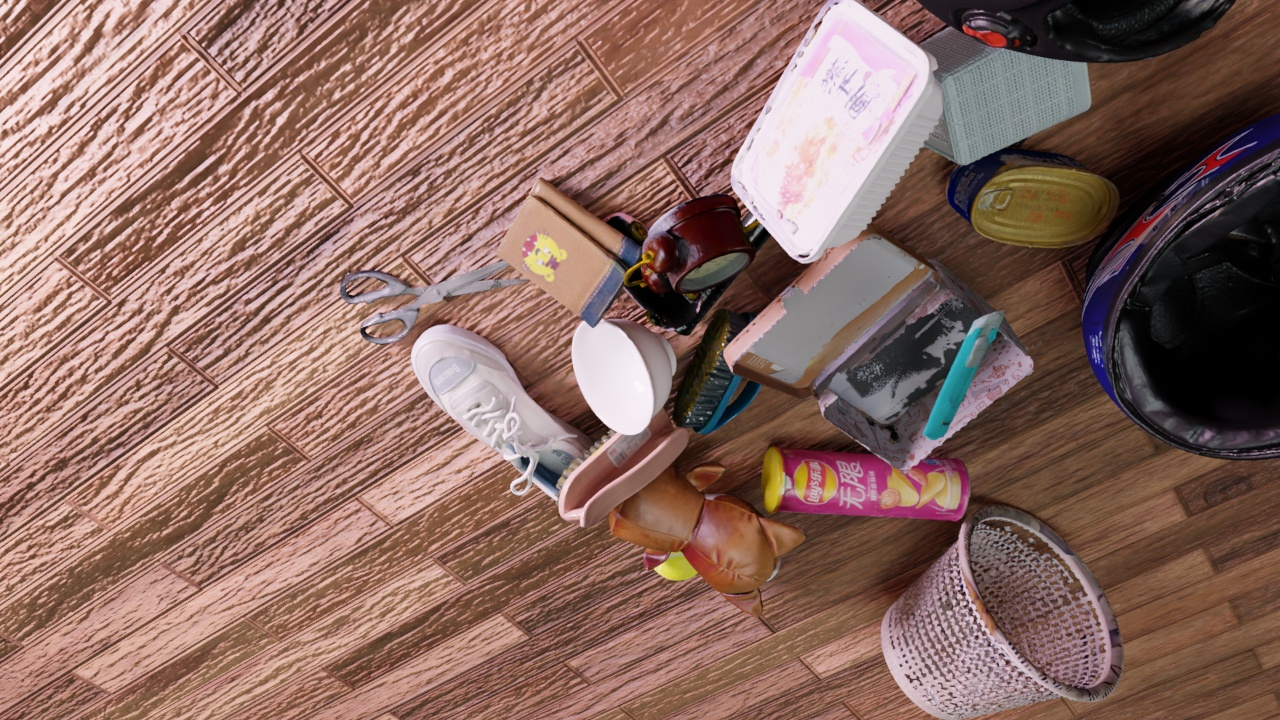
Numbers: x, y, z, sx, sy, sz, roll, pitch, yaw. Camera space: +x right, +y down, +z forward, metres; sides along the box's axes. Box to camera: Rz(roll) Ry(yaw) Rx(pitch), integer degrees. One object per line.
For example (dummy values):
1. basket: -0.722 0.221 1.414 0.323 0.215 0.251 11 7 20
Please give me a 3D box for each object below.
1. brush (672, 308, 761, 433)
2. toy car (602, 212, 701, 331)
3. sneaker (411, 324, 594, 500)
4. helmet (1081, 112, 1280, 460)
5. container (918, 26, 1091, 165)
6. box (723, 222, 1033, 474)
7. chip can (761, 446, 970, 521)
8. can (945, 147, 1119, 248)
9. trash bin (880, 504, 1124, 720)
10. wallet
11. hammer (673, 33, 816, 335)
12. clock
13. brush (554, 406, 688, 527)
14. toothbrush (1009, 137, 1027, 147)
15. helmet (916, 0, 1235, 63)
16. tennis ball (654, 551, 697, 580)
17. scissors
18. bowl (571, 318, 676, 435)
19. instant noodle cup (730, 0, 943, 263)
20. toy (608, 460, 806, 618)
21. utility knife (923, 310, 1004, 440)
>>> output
1. brush: 0.086 0.015 0.908 0.073 0.055 0.144 13 123 -19
2. toy car: 0.006 -0.082 0.838 0.056 0.037 0.122 -35 105 30
3. sneaker: -0.135 0.067 0.912 0.090 0.090 0.242 -36 119 19
4. helmet: 0.521 -0.073 0.753 0.247 0.239 0.316 36 130 14
5. container: 0.271 -0.217 0.717 0.111 0.090 0.090 -28 123 -1
6. box: 0.220 -0.018 0.861 0.260 0.105 0.179 32 118 -23
7. chip can: 0.241 0.134 0.992 0.210 0.071 0.072 4 125 -6
8. can: 0.340 -0.142 0.797 0.148 0.049 0.075 1 125 -19
9. trash bin: 0.394 0.309 1.054 0.227 0.226 0.193 22 133 -18
10. wallet: -0.063 -0.095 0.813 0.115 0.033 0.090 37 120 4
11. hammer: 0.119 -0.137 0.817 0.128 0.032 0.301 29 119 -20
12. clock: 0.041 -0.092 0.771 0.122 0.055 0.082 -21 165 -8
13. brush: -0.021 0.106 0.896 0.145 0.073 0.063 -40 121 -22
14. toothbrush: 0.338 -0.202 0.793 0.015 0.018 0.181 22 120 -14
15. helmet: 0.261 -0.317 0.578 0.274 0.230 0.233 40 89 -26
16. tennis ball: 0.042 0.217 1.042 0.065 0.065 0.066 -1 125 -2
17. scissors: -0.195 -0.060 0.868 0.168 0.014 0.156 18 121 -19
18. bowl: -0.005 0.005 0.882 0.064 0.118 0.118 -26 134 -35
19. instant noodle cup: 0.155 -0.172 0.705 0.060 0.138 0.174 8 127 -36
20. toy: 0.066 0.174 0.968 0.199 0.130 0.140 28 121 15
21. utility knife: 0.294 0.017 0.839 0.029 0.013 0.152 2 128 -12
